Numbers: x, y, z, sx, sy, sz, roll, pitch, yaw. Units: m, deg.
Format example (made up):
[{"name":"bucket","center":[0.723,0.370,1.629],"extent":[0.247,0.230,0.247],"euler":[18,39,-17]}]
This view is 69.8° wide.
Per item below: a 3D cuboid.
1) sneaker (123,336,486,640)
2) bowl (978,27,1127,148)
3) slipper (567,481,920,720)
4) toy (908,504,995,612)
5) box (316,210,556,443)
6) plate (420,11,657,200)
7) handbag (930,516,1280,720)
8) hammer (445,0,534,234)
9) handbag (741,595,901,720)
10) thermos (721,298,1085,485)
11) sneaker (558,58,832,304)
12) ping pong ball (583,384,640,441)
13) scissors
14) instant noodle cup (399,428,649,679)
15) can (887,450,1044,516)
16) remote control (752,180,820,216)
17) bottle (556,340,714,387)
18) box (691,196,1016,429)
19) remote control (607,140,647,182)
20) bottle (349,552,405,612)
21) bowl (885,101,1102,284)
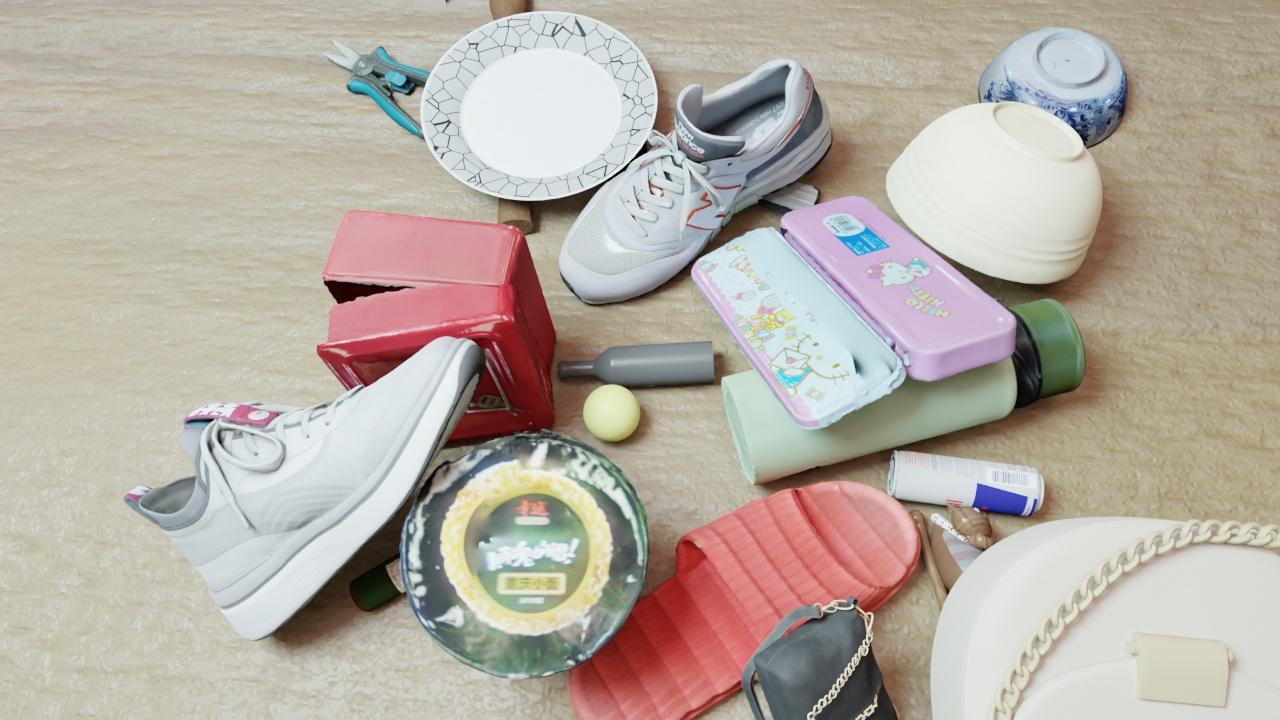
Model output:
[{"name":"sneaker","center":[-0.202,0.055,0.554],"extent":[0.128,0.096,0.264],"euler":[43,113,-14]},{"name":"bowl","center":[0.332,-0.224,0.725],"extent":[0.114,0.045,0.114],"euler":[-2,66,4]},{"name":"slipper","center":[0.061,0.150,0.573],"extent":[0.248,0.059,0.103],"euler":[-31,63,-5]},{"name":"toy","center":[0.205,0.136,0.578],"extent":[0.055,0.041,0.101],"euler":[-23,55,19]},{"name":"box","center":[-0.128,-0.022,0.619],"extent":[0.134,0.158,0.110],"euler":[-3,60,2]},{"name":"plate","center":[-0.081,-0.204,0.740],"extent":[0.188,0.016,0.188],"euler":[-1,66,2]},{"name":"handbag","center":[0.273,0.192,0.508],"extent":[0.211,0.103,0.208],"euler":[5,81,2]},{"name":"hammer","center":[-0.114,-0.251,0.789],"extent":[0.115,0.033,0.322],"euler":[-6,66,1]},{"name":"handbag","center":[0.111,0.196,0.531],"extent":[0.079,0.128,0.054],"euler":[-30,22,-25]},{"name":"thermos","center":[0.174,0.014,0.614],"extent":[0.231,0.082,0.082],"euler":[-15,65,-1]},{"name":"sneaker","center":[0.035,-0.139,0.659],"extent":[0.239,0.124,0.089],"euler":[-35,73,-3]},{"name":"ping pong ball","center":[-0.020,0.037,0.644],"extent":[0.040,0.040,0.040],"euler":[-2,66,4]},{"name":"scissors","center":[-0.217,-0.243,0.800],"extent":[0.148,0.019,0.123],"euler":[-5,69,9]},{"name":"instant noodle cup","center":[-0.070,0.118,0.563],"extent":[0.137,0.112,0.137],"euler":[1,76,-6]},{"name":"can","center":[0.213,0.081,0.606],"extent":[0.095,0.032,0.032],"euler":[7,66,8]},{"name":"remote control","center":[0.076,-0.145,0.732],"extent":[0.136,0.013,0.033],"euler":[22,70,16]},{"name":"bottle","center":[-0.004,0.004,0.663],"extent":[0.113,0.030,0.030],"euler":[-3,65,4]},{"name":"box","center":[0.131,-0.042,0.619],"extent":[0.151,0.035,0.214],"euler":[-23,36,-4]},{"name":"remote control","center":[-0.014,-0.201,0.765],"extent":[0.034,0.013,0.149],"euler":[-6,65,3]},{"name":"bottle","center":[-0.145,0.134,0.620],"extent":[0.106,0.025,0.025],"euler":[-30,66,-8]},{"name":"bowl","center":[0.258,-0.131,0.642],"extent":[0.150,0.075,0.150],"euler":[10,45,-10]}]
